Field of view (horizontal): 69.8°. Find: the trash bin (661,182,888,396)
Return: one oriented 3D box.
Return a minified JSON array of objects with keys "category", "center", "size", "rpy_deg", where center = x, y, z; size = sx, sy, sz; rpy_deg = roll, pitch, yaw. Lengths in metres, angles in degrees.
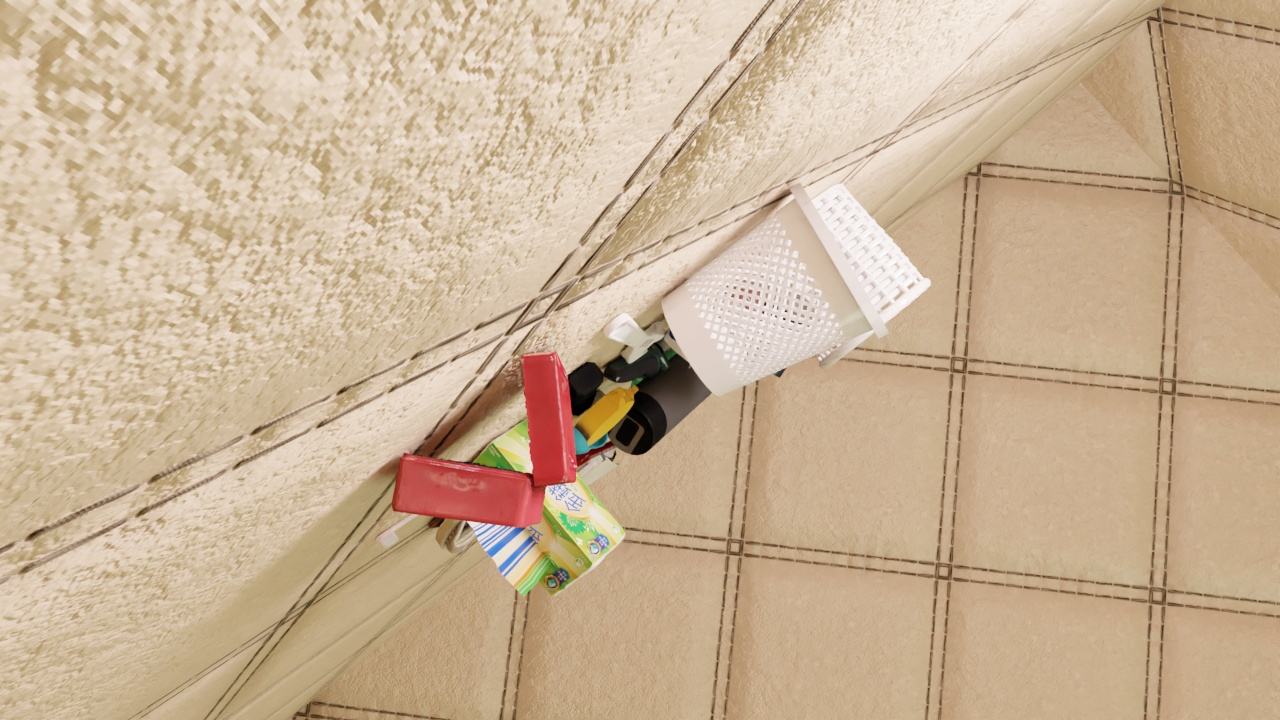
[{"category":"trash bin","center":[0.143,-0.065,1.045],"size":[0.200,0.195,0.195],"rpy_deg":[-31,175,13]}]

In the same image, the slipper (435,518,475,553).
[{"category":"slipper","center":[-0.229,0.219,1.308],"size":[0.114,0.052,0.264],"rpy_deg":[-33,169,-35]}]

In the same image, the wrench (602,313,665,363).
[{"category":"wrench","center":[-0.010,-0.030,1.097],"size":[0.066,0.018,0.273],"rpy_deg":[-39,172,4]}]

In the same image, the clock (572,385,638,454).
[{"category":"clock","center":[-0.057,0.081,1.175],"size":[0.130,0.043,0.099],"rpy_deg":[-46,170,13]}]

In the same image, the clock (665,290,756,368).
[{"category":"clock","center":[0.101,-0.049,1.266],"size":[0.121,0.091,0.042],"rpy_deg":[-33,164,6]}]

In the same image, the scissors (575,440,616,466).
[{"category":"scissors","center":[-0.086,0.134,1.334],"size":[0.185,0.015,0.178],"rpy_deg":[-10,-156,23]}]

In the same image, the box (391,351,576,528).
[{"category":"box","center":[-0.145,0.088,0.876],"size":[0.170,0.156,0.157],"rpy_deg":[-11,171,-2]}]

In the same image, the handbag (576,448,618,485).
[{"category":"handbag","center":[-0.116,0.202,1.620],"size":[0.151,0.074,0.176],"rpy_deg":[-34,-173,5]}]

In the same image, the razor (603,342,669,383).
[{"category":"razor","center":[-0.007,0.007,1.257],"size":[0.142,0.047,0.052],"rpy_deg":[-23,139,-59]}]

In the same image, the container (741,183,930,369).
[{"category":"container","center":[0.271,-0.117,1.287],"size":[0.189,0.187,0.189],"rpy_deg":[-38,173,-5]}]

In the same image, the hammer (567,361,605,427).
[{"category":"hammer","center":[-0.083,0.062,1.224],"size":[0.131,0.039,0.329],"rpy_deg":[-36,172,-14]}]

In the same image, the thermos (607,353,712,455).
[{"category":"thermos","center":[0.039,0.052,1.343],"size":[0.082,0.082,0.239],"rpy_deg":[-44,175,37]}]

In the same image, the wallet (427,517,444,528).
[{"category":"wallet","center":[-0.257,0.209,1.365],"size":[0.121,0.013,0.087],"rpy_deg":[-38,173,-4]}]

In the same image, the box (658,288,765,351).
[{"category":"box","center":[0.110,-0.066,1.402],"size":[0.154,0.066,0.200],"rpy_deg":[-11,-170,32]}]

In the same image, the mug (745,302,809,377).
[{"category":"mug","center":[0.175,-0.028,1.199],"size":[0.077,0.071,0.105],"rpy_deg":[-57,177,3]}]

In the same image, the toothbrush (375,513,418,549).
[{"category":"toothbrush","center":[-0.255,0.178,1.160],"size":[0.180,0.018,0.016],"rpy_deg":[-36,173,-30]}]

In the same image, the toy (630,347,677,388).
[{"category":"toy","center":[0.021,0.031,1.474],"size":[0.192,0.072,0.131],"rpy_deg":[-33,133,-62]}]

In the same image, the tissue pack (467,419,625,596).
[{"category":"tissue pack","center":[-0.138,0.192,1.099],"size":[0.141,0.197,0.121],"rpy_deg":[-35,166,-51]}]

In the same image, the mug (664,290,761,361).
[{"category":"mug","center":[0.088,-0.045,1.195],"size":[0.090,0.091,0.121],"rpy_deg":[-54,-147,10]}]
